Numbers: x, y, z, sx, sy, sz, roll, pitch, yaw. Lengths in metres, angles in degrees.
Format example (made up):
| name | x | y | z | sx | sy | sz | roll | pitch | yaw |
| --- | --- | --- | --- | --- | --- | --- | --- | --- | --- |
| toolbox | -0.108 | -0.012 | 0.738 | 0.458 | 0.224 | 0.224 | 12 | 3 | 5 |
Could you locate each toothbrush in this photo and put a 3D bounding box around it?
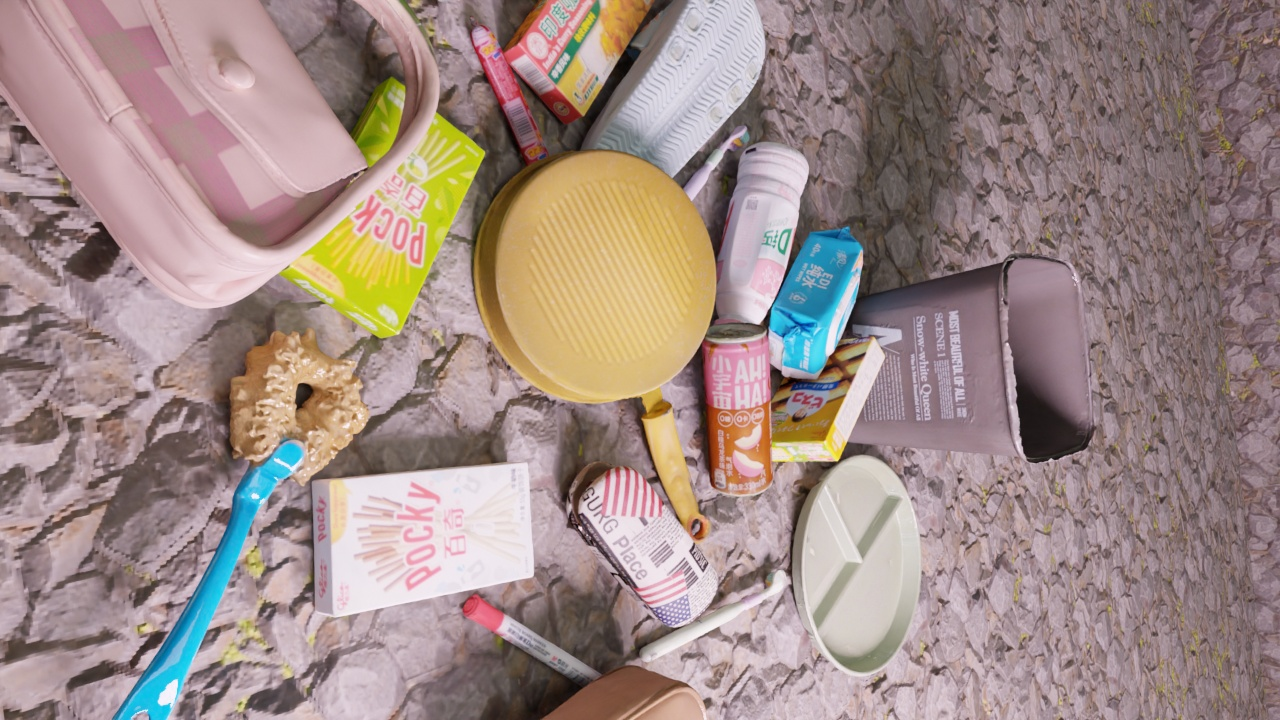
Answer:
| name | x | y | z | sx | sy | sz | roll | pitch | yaw |
| --- | --- | --- | --- | --- | --- | --- | --- | --- | --- |
| toothbrush | 0.068 | 0.228 | 0.821 | 0.189 | 0.020 | 0.029 | -14 | 128 | -43 |
| toothbrush | 0.051 | -0.157 | 0.845 | 0.021 | 0.029 | 0.188 | 32 | 57 | 8 |

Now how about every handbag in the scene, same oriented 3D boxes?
| name | x | y | z | sx | sy | sz | roll | pitch | yaw |
| --- | --- | --- | --- | --- | --- | --- | --- | --- | --- |
| handbag | -0.039 | 0.314 | 0.656 | 0.204 | 0.100 | 0.148 | -19 | 106 | -44 |
| handbag | -0.215 | -0.159 | 0.527 | 0.233 | 0.094 | 0.193 | -43 | 108 | -43 |

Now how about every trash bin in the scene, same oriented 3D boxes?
| name | x | y | z | sx | sy | sz | roll | pitch | yaw |
| --- | --- | --- | --- | --- | --- | --- | --- | --- | --- |
| trash bin | 0.321 | 0.004 | 0.953 | 0.198 | 0.220 | 0.199 | -2 | 87 | -45 |

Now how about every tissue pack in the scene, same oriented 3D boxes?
| name | x | y | z | sx | sy | sz | roll | pitch | yaw |
| --- | --- | --- | --- | --- | --- | --- | --- | --- | --- |
| tissue pack | 0.174 | -0.055 | 0.899 | 0.139 | 0.063 | 0.090 | -59 | 158 | -32 |

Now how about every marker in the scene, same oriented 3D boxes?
| name | x | y | z | sx | sy | sz | roll | pitch | yaw |
| --- | --- | --- | --- | --- | --- | --- | --- | --- | --- |
| marker | -0.075 | 0.214 | 0.682 | 0.145 | 0.017 | 0.017 | 44 | 57 | -33 |

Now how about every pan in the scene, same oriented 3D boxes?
| name | x | y | z | sx | sy | sz | roll | pitch | yaw |
| --- | --- | --- | --- | --- | --- | --- | --- | --- | --- |
| pan | -0.004 | 0.004 | 0.743 | 0.197 | 0.078 | 0.357 | -33 | 106 | -26 |

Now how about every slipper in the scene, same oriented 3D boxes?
| name | x | y | z | sx | sy | sz | roll | pitch | yaw |
| --- | --- | --- | --- | --- | --- | --- | --- | --- | --- |
| slipper | 0.024 | -0.235 | 0.794 | 0.104 | 0.074 | 0.245 | 44 | 73 | -34 |

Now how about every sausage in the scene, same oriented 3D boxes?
| name | x | y | z | sx | sy | sz | roll | pitch | yaw |
| --- | --- | --- | --- | --- | --- | --- | --- | --- | --- |
| sausage | -0.094 | -0.189 | 0.704 | 0.020 | 0.020 | 0.156 | -38 | 112 | -40 |

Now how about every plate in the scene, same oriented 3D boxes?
| name | x | y | z | sx | sy | sz | roll | pitch | yaw |
| --- | --- | --- | --- | --- | --- | --- | --- | --- | --- |
| plate | 0.232 | 0.215 | 0.977 | 0.229 | 0.028 | 0.230 | 6 | 82 | -44 |

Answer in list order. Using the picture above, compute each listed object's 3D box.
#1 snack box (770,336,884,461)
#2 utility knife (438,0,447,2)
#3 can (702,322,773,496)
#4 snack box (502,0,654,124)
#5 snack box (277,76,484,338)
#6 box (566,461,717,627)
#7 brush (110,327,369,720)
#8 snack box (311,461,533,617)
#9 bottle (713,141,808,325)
| name | x | y | z | sx | sy | sz | roll | pitch | yaw |
| --- | --- | --- | --- | --- | --- | --- | --- | --- | --- |
| snack box | 0.175 | 0.037 | 0.897 | 0.034 | 0.087 | 0.140 | 51 | 54 | -29 |
| utility knife | -0.081 | -0.300 | 0.708 | 0.176 | 0.019 | 0.031 | -23 | 82 | -25 |
| can | 0.086 | 0.044 | 0.809 | 0.057 | 0.058 | 0.147 | -21 | 113 | -44 |
| snack box | -0.048 | -0.276 | 0.754 | 0.077 | 0.027 | 0.155 | 44 | 57 | -31 |
| snack box | -0.170 | -0.102 | 0.616 | 0.085 | 0.026 | 0.156 | 37 | 62 | -35 |
| box | 0.007 | 0.151 | 0.729 | 0.075 | 0.076 | 0.163 | -50 | 122 | -29 |
| brush | -0.228 | 0.094 | 0.518 | 0.083 | 0.046 | 0.254 | 42 | 52 | -37 |
| snack box | -0.142 | 0.116 | 0.621 | 0.156 | 0.027 | 0.084 | 0 | 86 | -45 |
| bottle | 0.107 | -0.106 | 0.864 | 0.068 | 0.068 | 0.196 | 27 | 71 | -39 |
